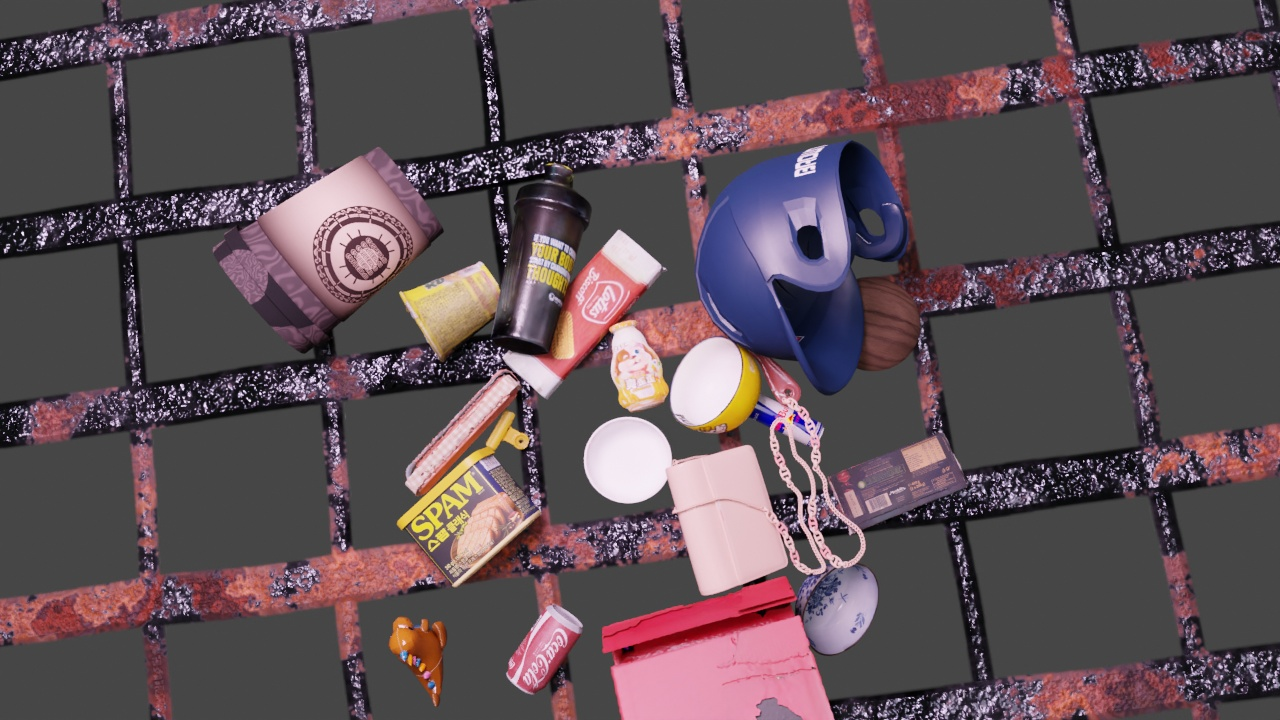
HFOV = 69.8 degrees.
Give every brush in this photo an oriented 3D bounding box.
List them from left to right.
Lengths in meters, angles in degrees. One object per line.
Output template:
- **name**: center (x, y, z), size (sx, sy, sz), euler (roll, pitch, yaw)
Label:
- **brush**: center (0.140, -0.017, 1.135), size (0.041, 0.030, 0.172), euler (-34, 81, -2)

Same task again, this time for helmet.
- **helmet**: center (0.176, -0.092, 1.035), size (0.224, 0.231, 0.272), euler (-19, 93, 35)

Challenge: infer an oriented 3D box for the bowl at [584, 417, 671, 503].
- **bowl**: center (-0.014, 0.121, 1.116), size (0.105, 0.054, 0.105), euler (0, 85, 2)

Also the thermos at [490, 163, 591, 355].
- **thermos**: center (-0.122, -0.120, 1.113), size (0.098, 0.098, 0.220), euler (10, 76, 4)

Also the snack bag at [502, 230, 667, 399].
- **snack bag**: center (-0.070, -0.058, 1.148), size (0.077, 0.041, 0.225), euler (42, 88, 9)

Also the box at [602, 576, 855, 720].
- **box**: center (0.068, 0.300, 0.914), size (0.211, 0.410, 0.107), euler (-15, 83, 0)

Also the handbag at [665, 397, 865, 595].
- **handbag**: center (0.124, 0.158, 1.034), size (0.116, 0.188, 0.198), euler (-9, 79, -39)

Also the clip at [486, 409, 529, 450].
- **clip**: center (-0.164, 0.092, 1.141), size (0.049, 0.045, 0.054), euler (26, 83, 31)

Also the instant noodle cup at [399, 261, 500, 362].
- **instant noodle cup**: center (-0.227, -0.067, 1.134), size (0.108, 0.102, 0.102), euler (-32, 82, -10)

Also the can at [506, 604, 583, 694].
- **can**: center (-0.115, 0.345, 1.094), size (0.054, 0.054, 0.096), euler (34, 86, 6)

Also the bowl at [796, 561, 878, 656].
- **bowl**: center (0.221, 0.283, 1.076), size (0.114, 0.045, 0.114), euler (-7, 104, -29)

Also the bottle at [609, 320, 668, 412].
- **bottle**: center (-0.007, 0.007, 1.124), size (0.063, 0.063, 0.109), euler (-17, 82, 1)

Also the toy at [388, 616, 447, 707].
- **toy**: center (-0.261, 0.354, 1.078), size (0.070, 0.090, 0.103), euler (-24, 62, 0)

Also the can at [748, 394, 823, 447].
- **can**: center (0.176, 0.073, 1.121), size (0.095, 0.032, 0.032), euler (26, 85, 6)

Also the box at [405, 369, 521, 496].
- **box**: center (-0.219, 0.085, 1.125), size (0.187, 0.078, 0.054), euler (-47, 123, -4)

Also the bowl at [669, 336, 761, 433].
- **bowl**: center (0.099, 0.036, 1.102), size (0.067, 0.117, 0.117), euler (28, 84, -37)

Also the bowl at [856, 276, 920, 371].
- **bowl**: center (0.288, -0.048, 1.130), size (0.119, 0.032, 0.119), euler (0, 83, 3)

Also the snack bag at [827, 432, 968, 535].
- **snack bag**: center (0.312, 0.147, 1.112), size (0.155, 0.018, 0.074), euler (-21, 83, 0)

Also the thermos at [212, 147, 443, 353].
- **thermos**: center (-0.369, -0.140, 1.116), size (0.226, 0.173, 0.172), euler (-39, 83, -8)

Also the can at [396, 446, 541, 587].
- **can**: center (-0.203, 0.188, 1.100), size (0.135, 0.075, 0.104), euler (-42, 85, 8)
